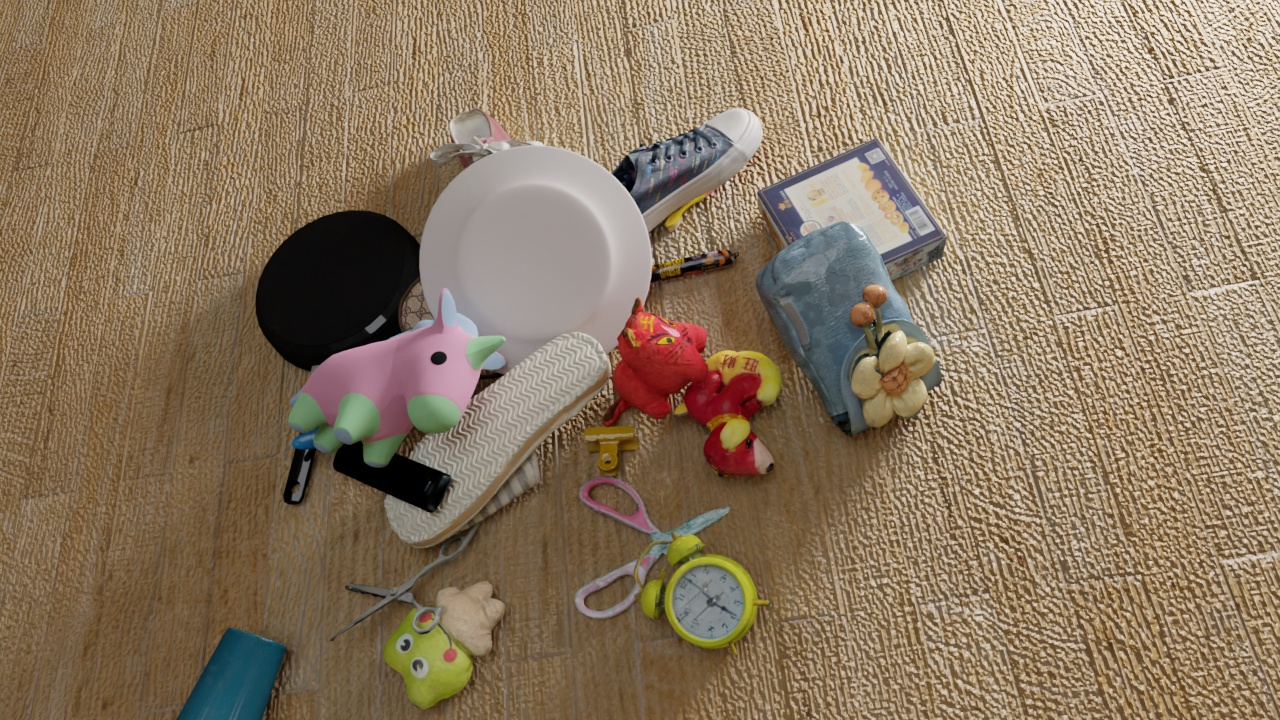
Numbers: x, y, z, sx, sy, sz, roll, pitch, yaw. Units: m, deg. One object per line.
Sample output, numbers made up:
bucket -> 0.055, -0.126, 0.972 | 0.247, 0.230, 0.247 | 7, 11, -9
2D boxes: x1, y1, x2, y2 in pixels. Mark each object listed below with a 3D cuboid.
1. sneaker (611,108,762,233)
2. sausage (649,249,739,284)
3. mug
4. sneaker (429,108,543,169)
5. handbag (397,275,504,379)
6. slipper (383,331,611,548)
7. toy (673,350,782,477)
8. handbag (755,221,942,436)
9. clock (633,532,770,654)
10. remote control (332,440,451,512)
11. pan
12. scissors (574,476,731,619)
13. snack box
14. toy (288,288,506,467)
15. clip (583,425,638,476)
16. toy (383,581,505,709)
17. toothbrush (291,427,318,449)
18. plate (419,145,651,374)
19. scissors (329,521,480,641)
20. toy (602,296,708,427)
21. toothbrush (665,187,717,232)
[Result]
sneaker -> 0.024, -0.211, 0.998 | 0.235, 0.079, 0.087 | -37, 45, -3
sausage -> 0.030, -0.096, 0.985 | 0.155, 0.020, 0.020 | -13, 63, 6
mug -> -0.382, 0.317, 0.852 | 0.078, 0.078, 0.121 | 8, 62, 16
sneaker -> -0.161, -0.215, 1.045 | 0.118, 0.088, 0.241 | -31, 62, -3
handbag -> -0.180, -0.043, 0.987 | 0.166, 0.063, 0.138 | -40, 73, -7
slipper -> -0.138, 0.079, 0.918 | 0.272, 0.054, 0.114 | -44, 59, -4
toy -> 0.083, 0.047, 0.884 | 0.106, 0.067, 0.137 | -7, 55, 17
handbag -> 0.197, -0.031, 0.844 | 0.122, 0.118, 0.192 | -28, 92, -3
clock -> 0.050, 0.205, 0.810 | 0.119, 0.057, 0.083 | 30, 84, 15
remote control -> -0.250, 0.110, 0.909 | 0.152, 0.020, 0.041 | 14, 70, 34
pan -> -0.351, -0.017, 1.020 | 0.204, 0.044, 0.354 | 0, 64, 12
scissors -> 0.002, 0.183, 0.863 | 0.170, 0.014, 0.168 | 24, 71, 18
snack box -> 0.215, -0.142, 0.952 | 0.145, 0.043, 0.144 | -24, 63, 0
toy -> -0.249, 0.018, 0.916 | 0.222, 0.120, 0.170 | 8, 58, 33
clip -> -0.029, 0.090, 0.907 | 0.054, 0.045, 0.048 | -3, 90, 10
toy -> -0.177, 0.256, 0.849 | 0.117, 0.043, 0.092 | -40, 56, -11
toothbrush -> -0.299, 0.070, 0.967 | 0.135, 0.017, 0.022 | -16, 88, -8
plate -> -0.110, -0.101, 0.950 | 0.242, 0.016, 0.242 | 0, 93, 1
scissors -> -0.219, 0.214, 0.879 | 0.174, 0.014, 0.142 | -42, 36, -25
toy -> -0.005, 0.005, 0.900 | 0.133, 0.094, 0.088 | -47, 28, 26
toothbrush -> 0.073, -0.193, 1.026 | 0.021, 0.016, 0.135 | 35, 74, 27
